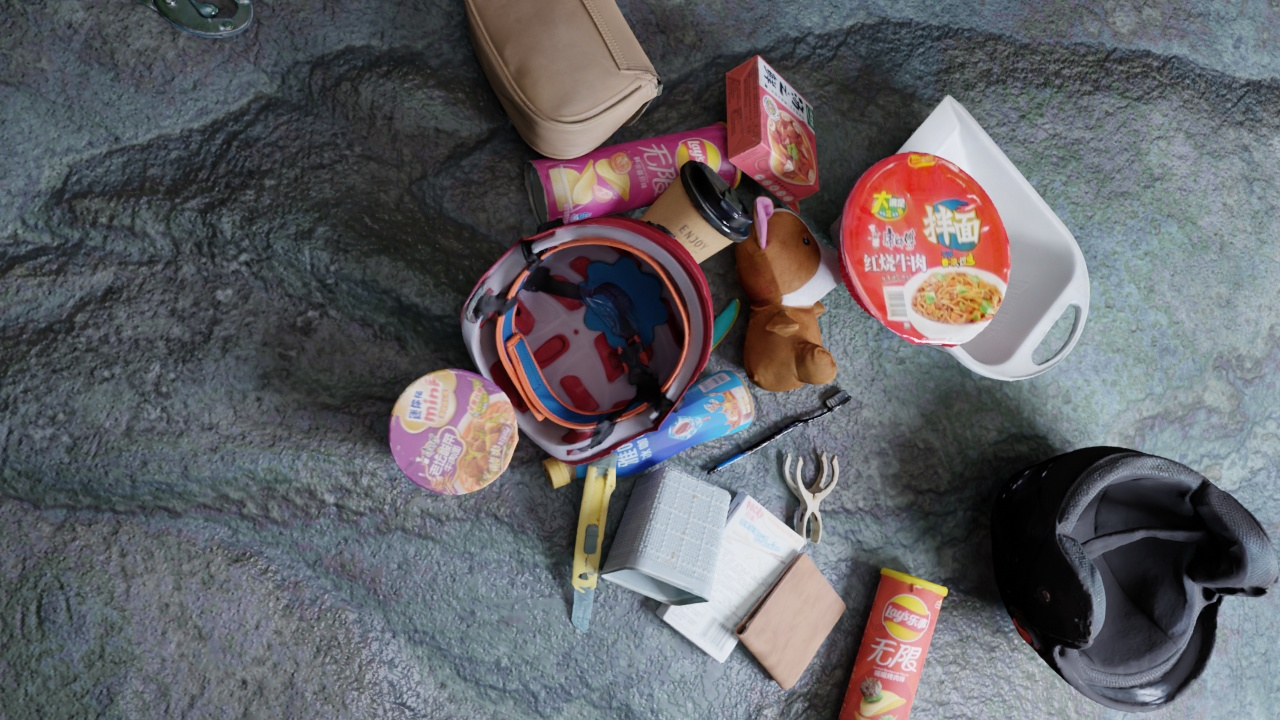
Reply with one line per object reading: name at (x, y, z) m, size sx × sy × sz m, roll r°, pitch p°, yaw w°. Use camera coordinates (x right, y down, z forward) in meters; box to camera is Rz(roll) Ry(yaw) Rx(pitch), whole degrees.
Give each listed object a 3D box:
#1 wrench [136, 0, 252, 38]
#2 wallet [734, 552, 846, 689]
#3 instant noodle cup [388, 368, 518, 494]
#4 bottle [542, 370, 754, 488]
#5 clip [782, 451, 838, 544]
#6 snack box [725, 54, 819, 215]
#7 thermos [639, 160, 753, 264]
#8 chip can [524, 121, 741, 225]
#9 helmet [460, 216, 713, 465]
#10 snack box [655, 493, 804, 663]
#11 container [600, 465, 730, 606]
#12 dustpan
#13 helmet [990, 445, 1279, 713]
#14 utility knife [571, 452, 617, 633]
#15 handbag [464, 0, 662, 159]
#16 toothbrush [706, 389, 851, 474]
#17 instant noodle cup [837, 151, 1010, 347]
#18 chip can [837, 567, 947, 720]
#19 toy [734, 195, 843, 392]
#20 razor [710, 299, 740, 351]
wrench at (-0.485, -0.356, 0.812) m, size 0.273 × 0.016 × 0.056 m, roll 21°, pitch 82°, yaw -15°
wallet at (0.161, 0.274, 0.968) m, size 0.115 × 0.020 × 0.101 m, roll -46°, pitch 118°, yaw -19°
instant noodle cup at (-0.177, 0.065, 0.845) m, size 0.111 × 0.099 × 0.111 m, roll 1°, pitch 86°, yaw -18°
bottle at (0.008, 0.075, 0.919) m, size 0.218 × 0.065 × 0.065 m, roll -22°, pitch 94°, yaw -17°
clip at (0.194, 0.141, 0.992) m, size 0.092 × 0.035 × 0.103 m, roll -24°, pitch 99°, yaw -16°
snack box at (0.142, -0.229, 0.942) m, size 0.127 × 0.044 × 0.113 m, roll 26°, pitch 55°, yaw -42°
thermos at (0.038, -0.126, 0.897) m, size 0.144 × 0.092 × 0.093 m, roll -37°, pitch 101°, yaw 28°
chip can at (-0.007, -0.187, 0.924) m, size 0.210 × 0.071 × 0.071 m, roll -15°, pitch 92°, yaw -17°
helmet at (-0.032, -0.039, 0.848) m, size 0.241 × 0.143 × 0.207 m, roll -33°, pitch 100°, yaw 25°
snack box at (0.095, 0.226, 0.959) m, size 0.084 × 0.027 × 0.156 m, roll 40°, pitch 77°, yaw -12°
container at (0.029, 0.172, 0.902) m, size 0.090 × 0.090 × 0.111 m, roll 26°, pitch 65°, yaw -14°
dustpan at (0.366, -0.111, 0.982) m, size 0.222 × 0.143 × 0.258 m, roll -48°, pitch 126°, yaw -14°
helmet at (0.500, 0.223, 0.983) m, size 0.233 × 0.230 × 0.275 m, roll -13°, pitch 101°, yaw -9°
utility knife at (-0.048, 0.179, 0.897) m, size 0.031 × 0.020 × 0.197 m, roll 8°, pitch 111°, yaw -2°
handbag at (-0.080, -0.297, 0.887) m, size 0.147 × 0.100 × 0.204 m, roll -24°, pitch 77°, yaw -13°
toothbrush at (0.151, 0.077, 0.992) m, size 0.189 × 0.014 × 0.016 m, roll -26°, pitch 94°, yaw -16°
instant noodle cup at (0.268, -0.104, 0.912) m, size 0.193 × 0.066 × 0.193 m, roll 3°, pitch 80°, yaw -19°
chip can at (0.263, 0.335, 0.984) m, size 0.073 × 0.073 × 0.216 m, roll 23°, pitch 81°, yaw -15°
toy at (0.155, -0.069, 0.946) m, size 0.130 × 0.140 × 0.199 m, roll -15°, pitch 88°, yaw 9°
razor at (0.062, -0.017, 0.960) m, size 0.132 × 0.043 × 0.028 m, roll -44°, pitch 119°, yaw -20°
